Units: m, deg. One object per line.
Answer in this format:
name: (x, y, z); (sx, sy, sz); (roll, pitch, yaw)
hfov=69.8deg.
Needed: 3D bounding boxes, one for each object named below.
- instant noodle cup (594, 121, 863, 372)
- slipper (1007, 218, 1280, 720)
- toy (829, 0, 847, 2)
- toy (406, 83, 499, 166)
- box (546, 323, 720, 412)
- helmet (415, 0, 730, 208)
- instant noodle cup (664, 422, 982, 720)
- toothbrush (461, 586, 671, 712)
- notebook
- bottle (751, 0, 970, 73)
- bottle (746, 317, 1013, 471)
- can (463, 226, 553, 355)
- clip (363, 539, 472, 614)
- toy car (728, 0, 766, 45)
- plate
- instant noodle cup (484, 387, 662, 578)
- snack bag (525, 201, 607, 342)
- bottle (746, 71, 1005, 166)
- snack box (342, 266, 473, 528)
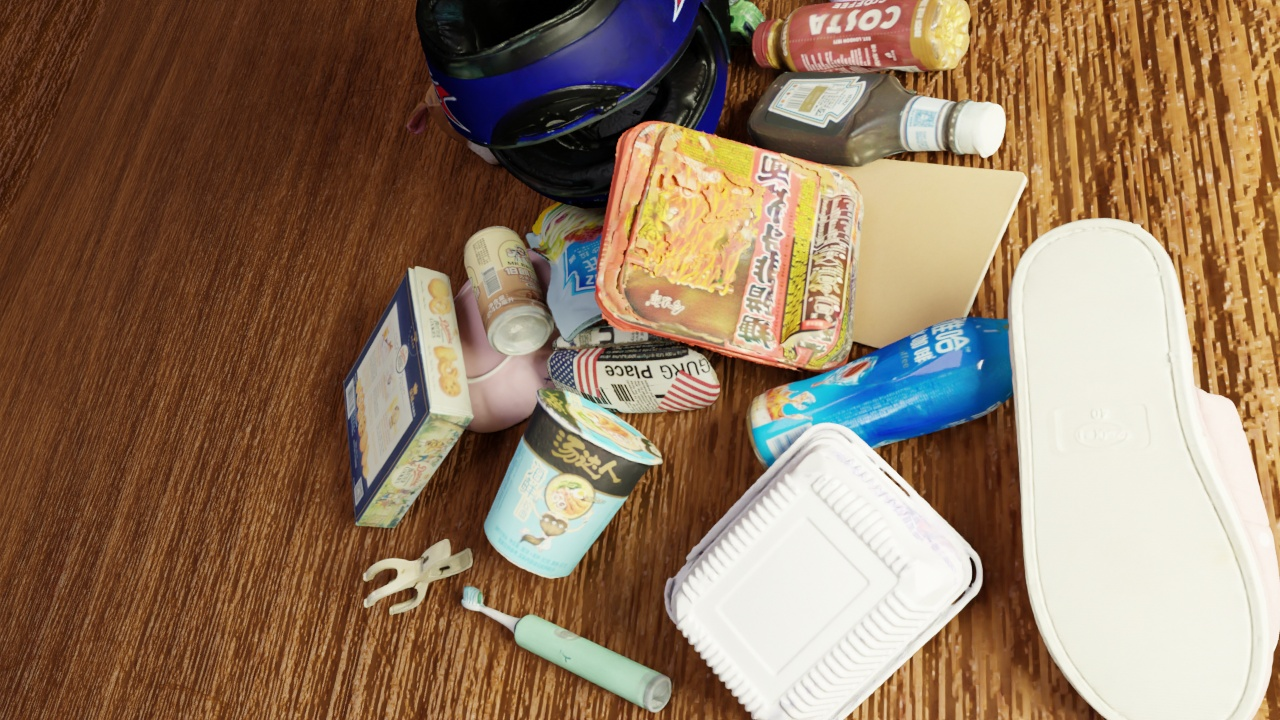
instant noodle cup: (0.060, -0.075, 0.664); (0.079, 0.188, 0.164); (126, 157, -68)
slipper: (0.257, 0.058, 0.486); (0.114, 0.054, 0.274); (-14, 76, 31)
toy: (0.174, -0.337, 0.780); (0.108, 0.039, 0.084); (-109, 29, -43)
toy: (-0.156, -0.276, 0.986); (0.200, 0.139, 0.130); (5, 112, 42)
box: (-0.006, 0.009, 0.743); (0.163, 0.076, 0.087); (-1, 87, 36)
helmet: (-0.041, -0.246, 0.768); (0.248, 0.240, 0.314); (-18, 45, 16)
instant noodle cup: (0.097, 0.137, 0.549); (0.138, 0.060, 0.174); (46, 104, 22)
toothbrush: (-0.067, 0.215, 0.702); (0.225, 0.026, 0.027); (9, 95, 42)
notebook: (0.161, -0.086, 0.687); (0.208, 0.008, 0.147); (19, 81, 43)
bottle: (0.170, -0.259, 0.737); (0.175, 0.057, 0.057); (13, 76, 42)
bottle: (0.174, 0.015, 0.584); (0.219, 0.065, 0.065); (-25, 54, 27)
can: (-0.118, -0.062, 0.812); (0.059, 0.058, 0.116); (-39, 48, 17)
clip: (-0.193, 0.195, 0.822); (0.104, 0.082, 0.034); (-21, 52, 6)
toy car: (0.077, -0.318, 0.854); (0.091, 0.043, 0.036); (32, 89, 45)
plate: (-0.136, -0.027, 0.877); (0.193, 0.039, 0.192); (-19, 57, 31)
instant noodle cup: (-0.059, 0.099, 0.711); (0.111, 0.111, 0.120); (37, 101, 44)
snack bag: (-0.038, -0.093, 0.800); (0.110, 0.039, 0.191); (-20, 37, -4)
bottle: (0.177, -0.183, 0.700); (0.195, 0.044, 0.079); (19, 67, 42)
snack box: (-0.229, 0.036, 0.878); (0.183, 0.045, 0.177); (-49, 43, 34)
